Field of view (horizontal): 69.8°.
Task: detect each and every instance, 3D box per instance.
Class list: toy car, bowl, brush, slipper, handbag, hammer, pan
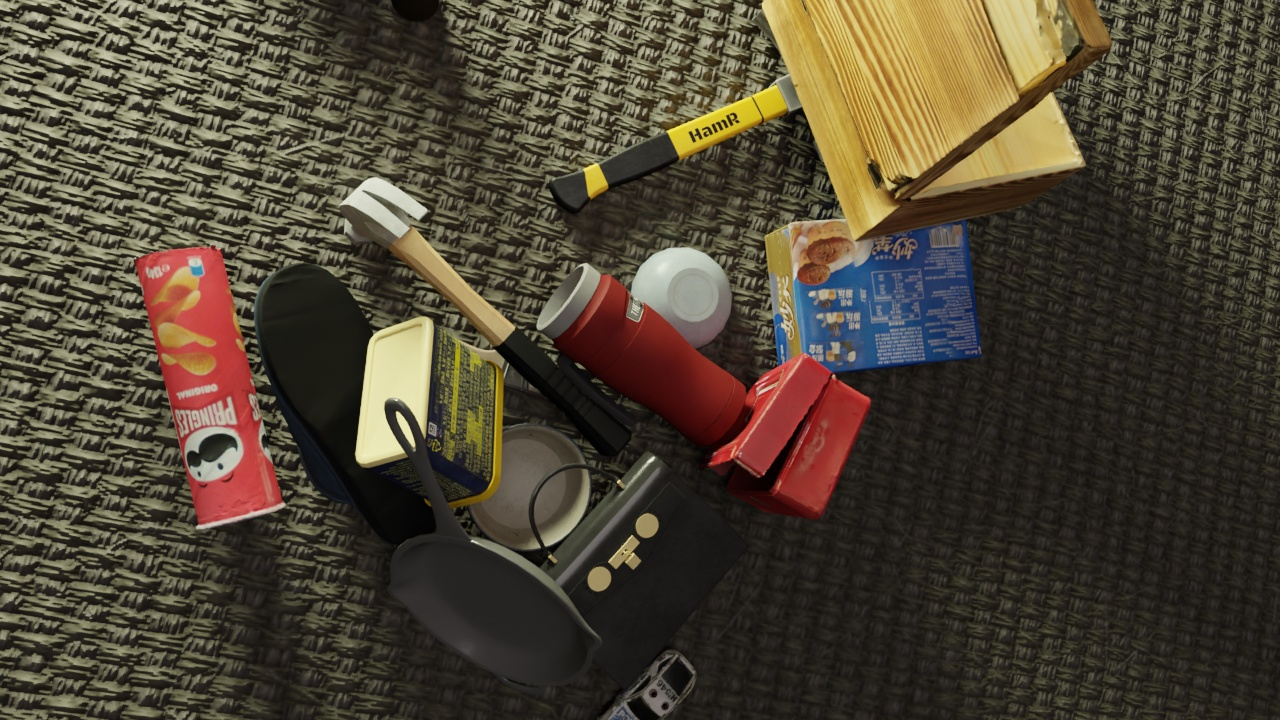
[{"bbox_3d":[0.006,0.331,0.886,0.112,0.040,0.048,-43,98,-13],"label":"toy car"},{"bbox_3d":[0.046,-0.063,0.915,0.106,0.039,0.106,1,87,-16],"label":"bowl"},{"bbox_3d":[-0.130,0.005,0.877,0.151,0.012,0.039,19,82,-13],"label":"brush"},{"bbox_3d":[-0.108,0.116,0.853,0.115,0.059,0.115,1,87,-16],"label":"bowl"},{"bbox_3d":[-0.267,0.047,0.796,0.108,0.084,0.266,-51,125,-49],"label":"slipper"},{"bbox_3d":[-0.027,0.166,0.835,0.175,0.072,0.196,-47,120,-13],"label":"handbag"},{"bbox_3d":[0.055,-0.232,0.932,0.324,0.034,0.170,-27,94,-14],"label":"hammer"},{"bbox_3d":[-0.133,-0.032,0.825,0.328,0.131,0.039,45,72,-14],"label":"hammer"},{"bbox_3d":[-0.139,0.163,0.758,0.024,0.217,0.355,-58,145,-44],"label":"pan"}]

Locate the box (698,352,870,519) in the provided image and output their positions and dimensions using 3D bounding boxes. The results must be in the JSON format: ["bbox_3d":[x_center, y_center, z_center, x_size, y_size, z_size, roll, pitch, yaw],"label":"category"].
[{"bbox_3d":[0.135,0.075,0.865,0.097,0.158,0.129,32,80,-2],"label":"box"}]

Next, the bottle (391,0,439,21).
[{"bbox_3d":[-0.190,-0.349,0.785,0.045,0.185,0.045,1,87,-16],"label":"bottle"}]

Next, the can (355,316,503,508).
[{"bbox_3d":[-0.178,0.045,0.783,0.075,0.104,0.135,-16,57,21],"label":"can"}]

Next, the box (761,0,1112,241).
[{"bbox_3d":[0.289,-0.304,0.804,0.285,0.337,0.279,-15,80,-21],"label":"box"}]

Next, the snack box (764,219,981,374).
[{"bbox_3d":[0.241,-0.067,0.955,0.202,0.069,0.155,-6,89,-17],"label":"snack box"}]

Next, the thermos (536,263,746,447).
[{"bbox_3d":[-0.005,0.005,0.874,0.198,0.083,0.108,37,113,-18],"label":"thermos"}]

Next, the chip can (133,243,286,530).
[{"bbox_3d":[-0.365,0.022,0.780,0.073,0.073,0.233,-13,90,-16],"label":"chip can"}]
